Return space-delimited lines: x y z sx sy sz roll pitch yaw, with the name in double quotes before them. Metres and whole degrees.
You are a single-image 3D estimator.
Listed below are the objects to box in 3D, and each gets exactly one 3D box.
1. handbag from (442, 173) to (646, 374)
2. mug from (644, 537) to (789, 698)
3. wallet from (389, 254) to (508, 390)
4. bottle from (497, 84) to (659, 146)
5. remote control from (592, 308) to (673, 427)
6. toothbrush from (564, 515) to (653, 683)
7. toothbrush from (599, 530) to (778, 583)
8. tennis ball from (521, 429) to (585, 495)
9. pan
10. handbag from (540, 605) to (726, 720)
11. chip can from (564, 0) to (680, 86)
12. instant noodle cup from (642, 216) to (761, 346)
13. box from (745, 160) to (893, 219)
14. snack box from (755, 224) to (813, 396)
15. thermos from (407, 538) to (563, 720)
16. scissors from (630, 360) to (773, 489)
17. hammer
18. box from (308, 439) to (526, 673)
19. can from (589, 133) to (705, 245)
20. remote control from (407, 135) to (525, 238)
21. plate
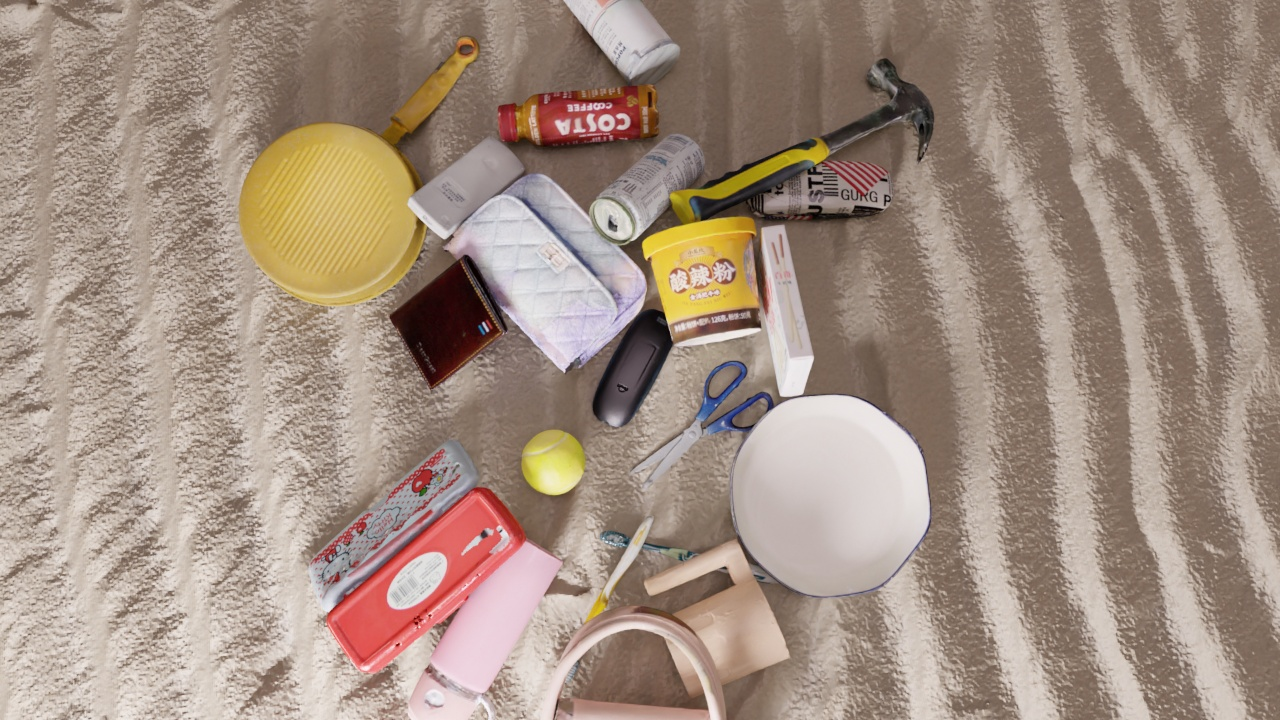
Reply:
"handbag" -0.095 -0.097 0.969 0.134 0.075 0.194 -44 81 -8
"mug" 0.072 0.251 0.895 0.103 0.084 0.124 -23 78 -4
"wallet" -0.200 -0.038 0.955 0.123 0.020 0.096 -34 79 27
"bottle" -0.068 -0.269 1.013 0.175 0.057 0.057 -6 78 -2
"remote control" -0.006 0.006 0.974 0.053 0.024 0.136 27 79 4
"toothbrush" -0.033 0.240 0.920 0.018 0.016 0.191 31 87 -9
"toothbrush" 0.051 0.201 0.938 0.191 0.018 0.016 13 79 3
"tennis ball" -0.088 0.103 0.932 0.065 0.065 0.065 0 78 -1
"pan" -0.287 -0.224 1.009 0.198 0.078 0.357 33 86 2
"handbag" -0.007 0.336 0.833 0.193 0.093 0.234 3 101 1
"chip can" -0.047 -0.409 1.036 0.071 0.071 0.214 -35 81 -8
"instant noodle cup" 0.069 -0.078 0.951 0.118 0.118 0.114 -10 86 -3
"box" 0.196 -0.189 1.006 0.164 0.052 0.068 -4 57 -1
"snack box" 0.146 -0.051 0.939 0.027 0.085 0.156 -7 63 -1
"thermos" -0.145 0.271 0.894 0.087 0.067 0.198 27 78 15
"scissors" 0.056 0.064 0.970 0.172 0.012 0.132 -10 80 -2
"hammer" 0.179 -0.220 0.981 0.322 0.032 0.126 -28 68 -17
"box" -0.226 0.185 0.895 0.201 0.058 0.161 -41 59 -4
"can" 0.009 -0.182 0.967 0.058 0.058 0.146 37 53 7
"remote control" -0.185 -0.188 0.989 0.056 0.019 0.134 43 58 -3
"plate" 0.191 0.137 0.939 0.205 0.045 0.204 0 78 -2
